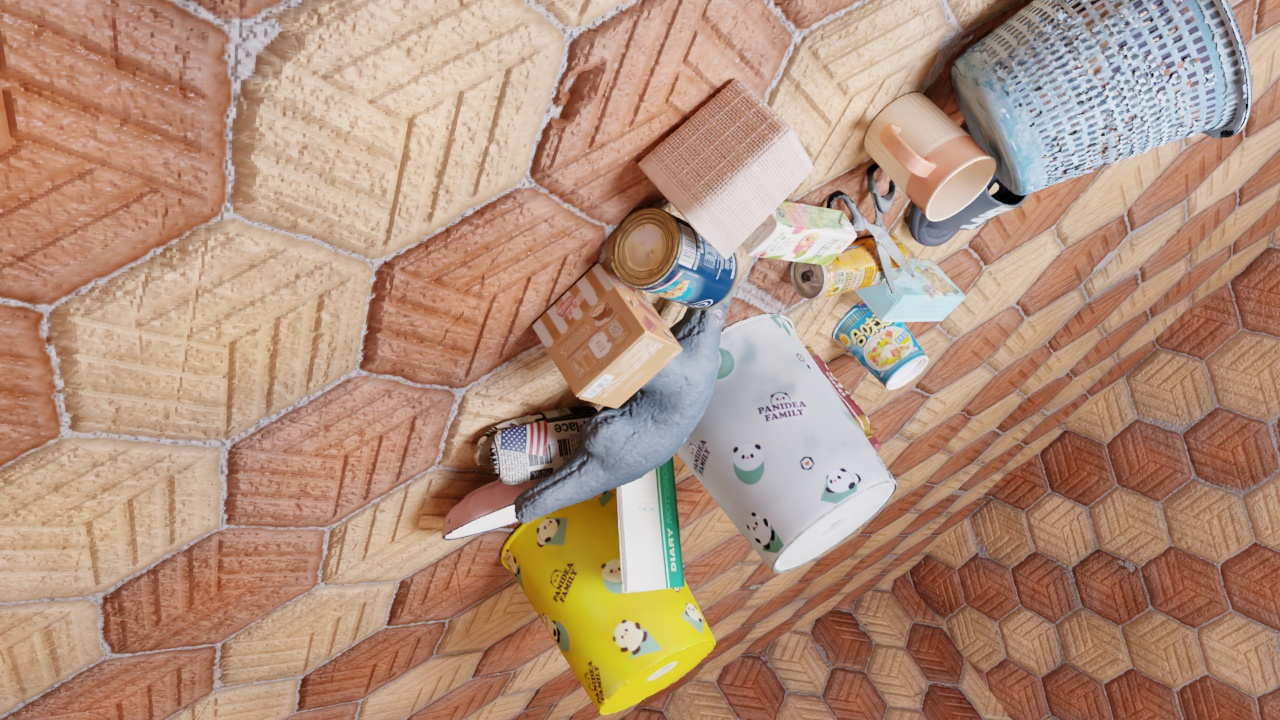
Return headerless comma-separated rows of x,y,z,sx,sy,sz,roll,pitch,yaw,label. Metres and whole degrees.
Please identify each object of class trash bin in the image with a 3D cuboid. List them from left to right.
-0.039,0.331,1.284,0.229,0.255,0.230,-26,152,-15,trash bin
0.169,0.110,1.150,0.229,0.251,0.230,-27,153,-15,trash bin
0.417,-0.268,0.875,0.195,0.226,0.226,-27,156,15,trash bin

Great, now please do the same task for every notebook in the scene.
0.011,0.190,1.186,0.012,0.209,0.150,-11,165,28,notebook

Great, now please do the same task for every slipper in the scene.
0.402,-0.216,1.059,0.110,0.083,0.269,-17,147,-27,slipper

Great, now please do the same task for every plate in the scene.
-0.146,0.162,1.085,0.192,0.039,0.192,-20,167,-5,plate

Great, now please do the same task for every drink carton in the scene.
0.162,-0.134,0.956,0.122,0.045,0.054,0,145,-37,drink carton

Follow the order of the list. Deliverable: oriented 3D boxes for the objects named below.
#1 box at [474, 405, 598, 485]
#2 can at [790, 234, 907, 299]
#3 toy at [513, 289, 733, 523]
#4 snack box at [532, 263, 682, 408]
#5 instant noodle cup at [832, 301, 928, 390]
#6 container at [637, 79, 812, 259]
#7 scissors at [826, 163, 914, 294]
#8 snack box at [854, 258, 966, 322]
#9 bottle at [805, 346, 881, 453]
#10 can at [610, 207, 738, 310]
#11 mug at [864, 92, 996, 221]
-0.097,0.096,1.019,0.162,0.086,0.076,-7,128,-37,box
0.248,-0.111,1.086,0.145,0.058,0.058,-15,148,-33,can
0.008,0.043,0.976,0.137,0.091,0.356,29,101,-47,toy
-0.031,-0.022,0.884,0.093,0.094,0.077,-42,152,16,snack box
0.339,-0.021,1.280,0.099,0.110,0.099,-26,153,-14,instant noodle cup
0.075,-0.164,0.780,0.111,0.090,0.090,-43,152,10,container
0.271,-0.147,1.031,0.164,0.014,0.163,5,120,-24,scissors
0.354,-0.094,1.213,0.174,0.074,0.052,-3,141,-46,snack box
0.261,0.061,1.256,0.057,0.175,0.058,-26,152,-15,bottle
0.033,-0.094,0.858,0.075,0.075,0.111,-44,151,20,can
0.277,-0.205,0.909,0.114,0.106,0.082,-2,139,-46,mug
